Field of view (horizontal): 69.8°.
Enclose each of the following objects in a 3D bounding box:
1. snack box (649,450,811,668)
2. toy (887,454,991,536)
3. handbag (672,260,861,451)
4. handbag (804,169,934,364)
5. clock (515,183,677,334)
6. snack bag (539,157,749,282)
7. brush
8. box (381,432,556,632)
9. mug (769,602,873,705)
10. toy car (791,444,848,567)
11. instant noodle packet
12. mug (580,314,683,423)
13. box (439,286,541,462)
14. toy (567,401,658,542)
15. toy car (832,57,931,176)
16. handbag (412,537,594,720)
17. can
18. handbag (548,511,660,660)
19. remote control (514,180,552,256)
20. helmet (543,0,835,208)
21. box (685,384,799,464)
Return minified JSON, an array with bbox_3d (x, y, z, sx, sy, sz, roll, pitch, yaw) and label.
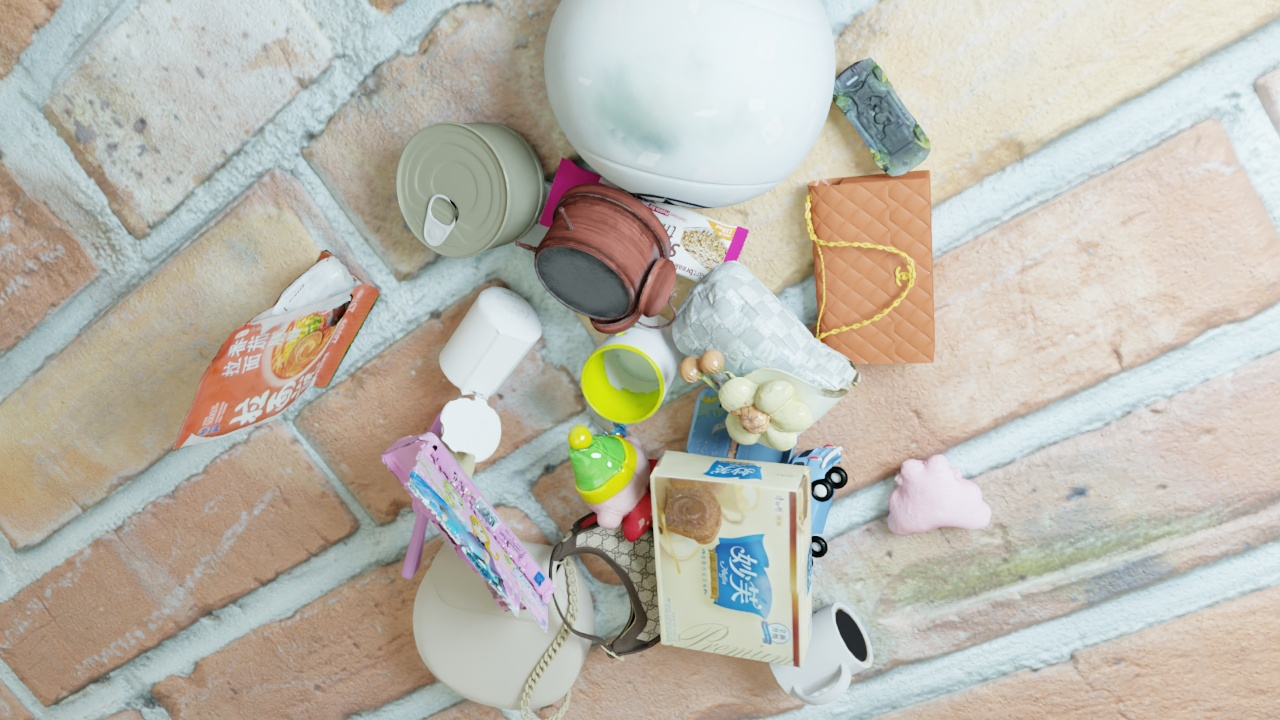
[{"bbox_3d":[0.094,0.201,0.931,0.153,0.055,0.207,4,112,20],"label":"snack box"},{"bbox_3d":[0.291,0.136,0.920,0.103,0.050,0.093,-14,110,24],"label":"toy"},{"bbox_3d":[0.099,0.001,0.855,0.171,0.123,0.113,45,138,5],"label":"handbag"},{"bbox_3d":[0.213,-0.082,0.851,0.109,0.060,0.172,-1,111,20],"label":"handbag"},{"bbox_3d":[-0.028,-0.087,0.855,0.157,0.072,0.121,40,148,-19],"label":"clock"},{"bbox_3d":[0.003,-0.131,0.898,0.196,0.016,0.070,22,104,1],"label":"snack bag"},{"bbox_3d":[-0.230,0.159,1.052,0.043,0.089,0.229,19,112,2],"label":"brush"},{"bbox_3d":[-0.165,0.175,0.940,0.066,0.159,0.230,-40,108,-18],"label":"box"},{"bbox_3d":[0.195,0.327,0.997,0.090,0.105,0.073,-36,112,25],"label":"mug"},{"bbox_3d":[0.173,0.159,0.958,0.055,0.056,0.153,21,112,27],"label":"toy car"},{"bbox_3d":[-0.393,-0.007,0.961,0.084,0.220,0.165,39,117,0],"label":"instant noodle packet"},{"bbox_3d":[-0.005,0.005,0.919,0.082,0.106,0.083,6,112,13],"label":"mug"},{"bbox_3d":[-0.159,0.013,0.955,0.083,0.143,0.137,15,128,-39],"label":"box"},{"bbox_3d":[-0.029,0.107,0.962,0.131,0.124,0.097,32,147,-14],"label":"toy"},{"bbox_3d":[0.211,-0.213,0.808,0.048,0.033,0.105,-34,92,21],"label":"toy car"},{"bbox_3d":[-0.165,0.316,1.096,0.211,0.103,0.209,7,109,12],"label":"handbag"},{"bbox_3d":[-0.165,-0.169,0.899,0.128,0.073,0.128,7,108,23],"label":"can"},{"bbox_3d":[-0.027,0.252,1.023,0.138,0.063,0.166,-31,103,-6],"label":"handbag"},{"bbox_3d":[-0.063,-0.118,0.933,0.151,0.019,0.074,34,117,0],"label":"remote control"},{"bbox_3d":[0.028,-0.240,0.779,0.264,0.163,0.237,20,114,8],"label":"helmet"},{"bbox_3d":[0.096,0.121,0.974,0.120,0.049,0.210,10,114,-3],"label":"box"}]
